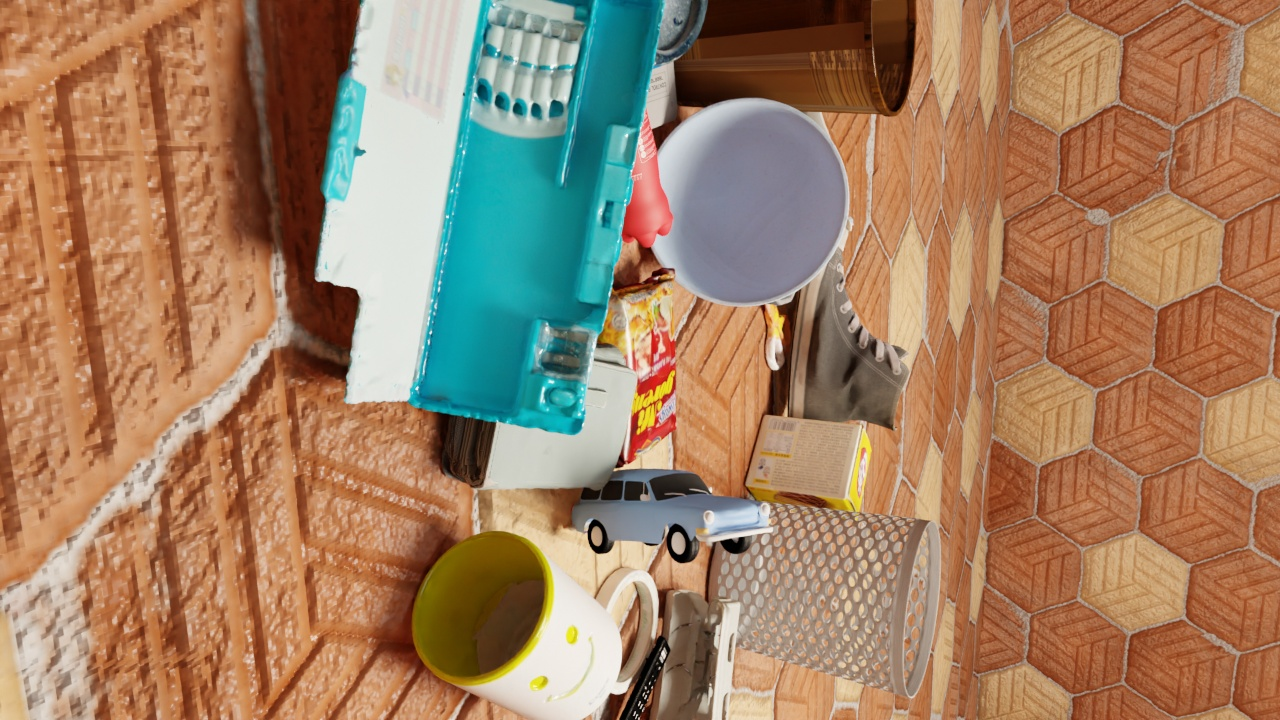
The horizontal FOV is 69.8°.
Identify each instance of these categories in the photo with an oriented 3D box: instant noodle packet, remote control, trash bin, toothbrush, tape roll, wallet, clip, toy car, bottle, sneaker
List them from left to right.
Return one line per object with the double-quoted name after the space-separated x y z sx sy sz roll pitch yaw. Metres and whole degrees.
-0.059 0.029 0.551 0.131 0.054 0.100 10 85 -57 "wallet"
-0.013 0.205 0.698 0.092 0.013 0.093 -16 109 -61 "tape roll"
-0.011 -0.144 0.615 0.041 0.042 0.142 -54 139 -44 "bottle"
-0.011 0.278 0.696 0.139 0.009 0.030 -60 154 -27 "remote control"
-0.004 -0.238 0.639 0.074 0.019 0.151 -40 129 -53 "remote control"
-0.004 0.004 0.658 0.098 0.040 0.135 -28 120 -62 "instant noodle packet"
0.015 0.096 0.587 0.056 0.154 0.054 0 84 -38 "toy car"
0.041 0.257 0.779 0.152 0.104 0.126 124 -24 -83 "clip"
0.179 -0.214 0.906 0.024 0.022 0.185 -41 114 -50 "toothbrush"
0.174 0.215 0.866 0.156 0.184 0.156 -16 109 -60 "trash bin"
0.222 -0.041 0.965 0.095 0.120 0.234 29 66 -81 "sneaker"

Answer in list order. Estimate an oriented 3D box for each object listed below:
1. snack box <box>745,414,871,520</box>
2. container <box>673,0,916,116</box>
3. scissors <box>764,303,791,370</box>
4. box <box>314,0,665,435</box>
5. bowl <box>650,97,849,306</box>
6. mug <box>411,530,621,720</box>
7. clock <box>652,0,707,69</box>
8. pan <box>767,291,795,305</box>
0.172 0.108 0.928 0.061 0.106 0.083 53 49 -51 "snack box"
0.107 -0.246 0.686 0.132 0.167 0.132 -15 108 -60 "container"
0.132 -0.043 0.933 0.065 0.013 0.128 -67 148 -33 "scissors"
-0.081 -0.085 0.445 0.171 0.084 0.227 9 92 -39 "box"
0.080 -0.118 0.700 0.074 0.151 0.150 -40 131 -78 "bowl"
-0.066 0.155 0.519 0.106 0.083 0.082 57 46 -50 "mug"
-0.028 -0.209 0.529 0.117 0.060 0.161 41 64 -33 "clock"
0.141 -0.168 0.901 0.356 0.041 0.179 -41 127 -60 "pan"
